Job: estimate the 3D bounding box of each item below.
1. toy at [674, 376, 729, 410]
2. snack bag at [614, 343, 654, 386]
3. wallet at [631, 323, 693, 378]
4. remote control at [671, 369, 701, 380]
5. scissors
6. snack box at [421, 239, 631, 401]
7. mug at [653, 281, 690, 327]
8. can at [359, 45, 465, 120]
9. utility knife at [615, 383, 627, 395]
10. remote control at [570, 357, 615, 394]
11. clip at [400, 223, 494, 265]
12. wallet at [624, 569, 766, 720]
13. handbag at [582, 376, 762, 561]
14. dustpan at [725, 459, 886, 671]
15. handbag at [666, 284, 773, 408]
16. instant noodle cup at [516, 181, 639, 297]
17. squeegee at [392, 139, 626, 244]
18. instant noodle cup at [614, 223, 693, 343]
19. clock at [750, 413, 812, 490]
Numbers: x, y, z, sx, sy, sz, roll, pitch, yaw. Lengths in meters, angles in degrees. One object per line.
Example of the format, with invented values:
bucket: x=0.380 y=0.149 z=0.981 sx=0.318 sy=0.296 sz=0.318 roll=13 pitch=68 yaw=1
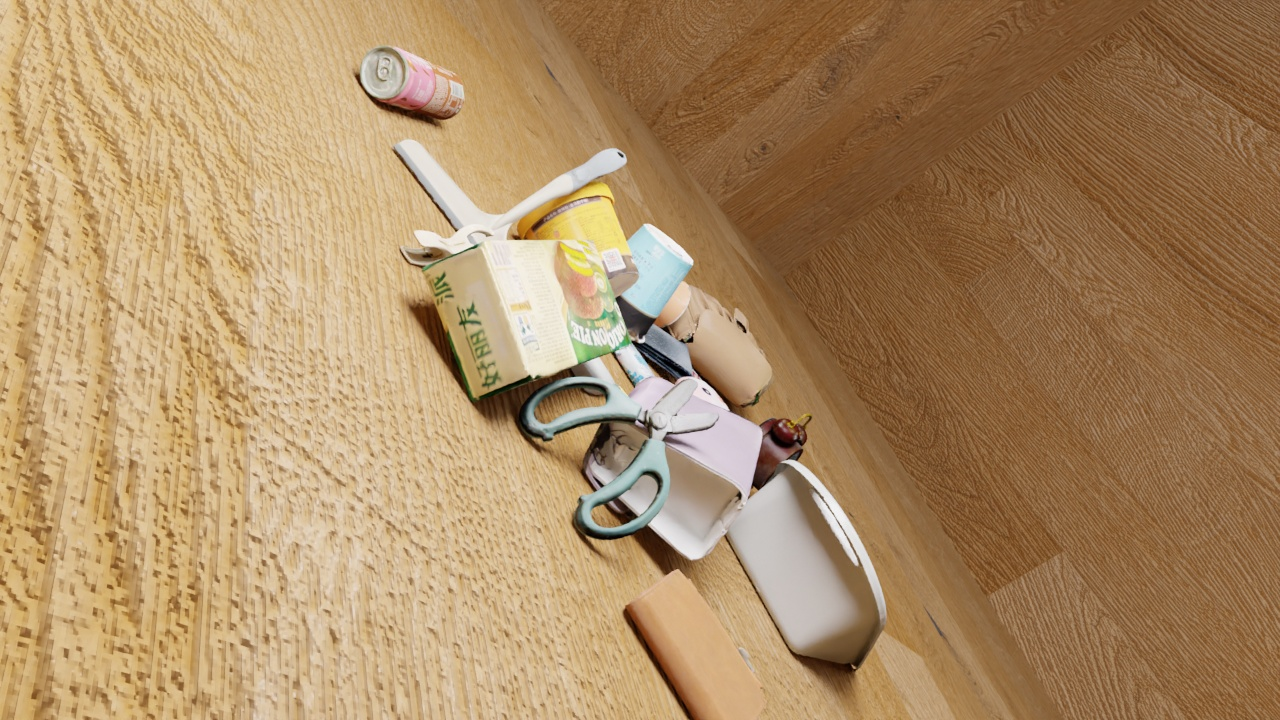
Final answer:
toy: x=0.079 y=0.082 z=1.141 sx=0.121 sy=0.054 sz=0.159 roll=50 pitch=23 yaw=-10
snack bag: x=-0.006 y=0.006 z=1.095 sx=0.105 sy=0.026 sz=0.045 roll=57 pitch=15 yaw=18
wallet: x=0.020 y=-0.025 z=1.235 sx=0.121 sy=0.019 sz=0.097 roll=35 pitch=19 yaw=-17
remote control: x=0.084 y=0.044 z=1.300 sx=0.136 sy=0.020 sz=0.055 roll=49 pitch=14 yaw=-15
scissors: x=-0.024 y=0.055 z=0.763 sx=0.176 sy=0.174 sz=0.019 roll=36 pitch=-27 yaw=9
snack box: x=-0.088 y=-0.044 z=0.805 sx=0.114 sy=0.063 sz=0.239 roll=69 pitch=19 yaw=-1
mug: x=0.004 y=-0.110 z=1.315 sx=0.122 sy=0.078 sz=0.078 roll=34 pitch=23 yaw=-37
can: x=-0.248 y=-0.304 z=1.012 sx=0.058 sy=0.058 sz=0.147 roll=54 pitch=15 yaw=3
utility knife: x=0.019 y=0.085 z=1.028 sx=0.175 sy=0.019 sz=0.030 roll=52 pitch=20 yaw=-23
remote control: x=-0.075 y=-0.023 z=0.966 sx=0.135 sy=0.019 sz=0.056 roll=57 pitch=15 yaw=14
clip: x=-0.157 y=-0.104 z=0.812 sx=0.035 sy=0.089 sz=0.104 roll=58 pitch=5 yaw=19
wallet: x=0.046 y=0.233 z=0.726 sx=0.132 sy=0.031 sz=0.107 roll=56 pitch=18 yaw=10
handbag: x=0.032 y=0.091 z=0.877 sx=0.145 sy=0.098 sz=0.196 roll=37 pitch=16 yaw=2
dustpan: x=0.206 y=0.222 z=1.030 sx=0.257 sy=0.143 sz=0.222 roll=24 pitch=32 yaw=-59
handbag: x=0.124 y=-0.024 z=1.421 sx=0.204 sy=0.100 sz=0.147 roll=42 pitch=21 yaw=-24
instant noodle cup: x=-0.066 y=-0.128 z=1.062 sx=0.114 sy=0.119 sz=0.118 roll=64 pitch=17 yaw=11
squeegee: x=-0.087 y=-0.180 z=0.975 sx=0.245 sy=0.039 sz=0.246 roll=-39 pitch=92 yaw=-38
instant noodle cup: x=0.001 y=-0.101 z=1.143 sx=0.111 sy=0.120 sz=0.111 roll=39 pitch=14 yaw=-12
clock: x=0.161 y=0.107 z=1.112 sx=0.055 sy=0.122 sz=0.082 roll=46 pitch=10 yaw=21
